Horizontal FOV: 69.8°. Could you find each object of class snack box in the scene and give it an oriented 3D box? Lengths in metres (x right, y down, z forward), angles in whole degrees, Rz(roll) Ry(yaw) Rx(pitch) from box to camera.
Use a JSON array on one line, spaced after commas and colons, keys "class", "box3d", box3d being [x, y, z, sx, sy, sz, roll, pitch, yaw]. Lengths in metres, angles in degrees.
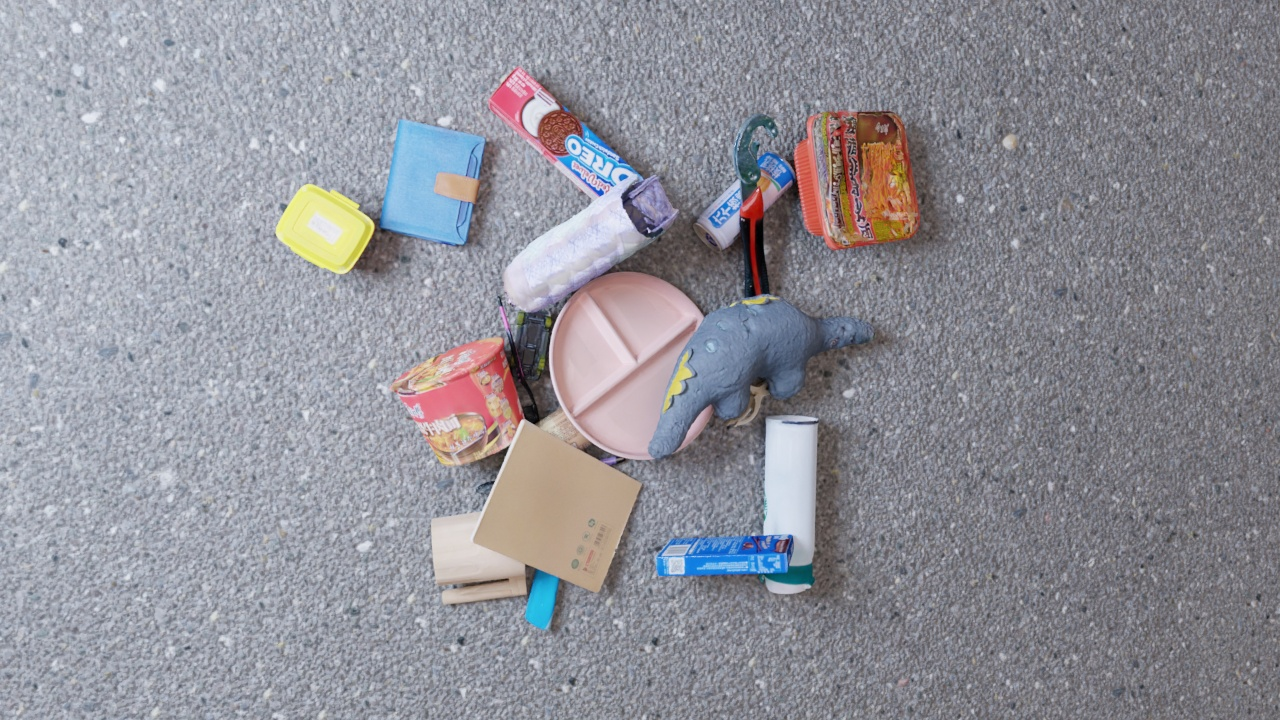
[{"class": "snack box", "box3d": [-0.351, -0.147, 1.037, 0.091, 0.080, 0.082, 31, 87, -11]}, {"class": "snack box", "box3d": [-0.085, -0.256, 1.096, 0.207, 0.058, 0.057, 41, 88, -11]}, {"class": "snack box", "box3d": [0.104, 0.237, 1.116, 0.157, 0.084, 0.026, -5, 93, 15]}]

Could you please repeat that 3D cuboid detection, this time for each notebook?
[{"class": "notebook", "box3d": [-0.092, 0.176, 1.080, 0.207, 0.008, 0.147, 34, 73, -39]}]

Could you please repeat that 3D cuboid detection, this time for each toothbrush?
[{"class": "toothbrush", "box3d": [-0.146, 0.005, 1.078, 0.018, 0.014, 0.189, -12, 125, 1]}, {"class": "toothbrush", "box3d": [-0.109, 0.141, 1.131, 0.189, 0.017, 0.014, -11, 97, -10]}]

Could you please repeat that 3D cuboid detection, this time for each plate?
[{"class": "plate", "box3d": [-0.007, 0.006, 1.107, 0.229, 0.028, 0.229, 6, 76, -26]}]

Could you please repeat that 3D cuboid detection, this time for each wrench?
[{"class": "wrench", "box3d": [0.140, -0.161, 1.121, 0.056, 0.016, 0.274, -13, 117, -19]}]

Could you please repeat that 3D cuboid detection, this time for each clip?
[{"class": "clip", "box3d": [0.144, 0.056, 1.171, 0.103, 0.035, 0.092, -2, 89, -19]}]

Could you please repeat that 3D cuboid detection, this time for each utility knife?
[{"class": "utility knife", "box3d": [-0.108, 0.233, 1.137, 0.034, 0.018, 0.199, 13, 87, -9]}]

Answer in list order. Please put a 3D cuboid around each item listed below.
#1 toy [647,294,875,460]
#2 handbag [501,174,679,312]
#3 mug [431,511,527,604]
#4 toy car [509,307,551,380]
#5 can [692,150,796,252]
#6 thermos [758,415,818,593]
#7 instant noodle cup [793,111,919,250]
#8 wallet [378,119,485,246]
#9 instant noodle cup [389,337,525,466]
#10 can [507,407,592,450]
[{"class": "toy", "box3d": [0.137, -0.006, 1.113, 0.355, 0.092, 0.138, -24, 90, -25]}, {"class": "handbag", "box3d": [-0.058, -0.134, 1.036, 0.194, 0.133, 0.075, -30, 101, 31]}, {"class": "mug", "box3d": [-0.191, 0.238, 1.097, 0.103, 0.084, 0.125, -6, 120, -10]}, {"class": "toy car", "box3d": [-0.134, -0.022, 1.109, 0.042, 0.035, 0.090, 9, 93, -13]}, {"class": "can", "box3d": [0.129, -0.197, 1.143, 0.134, 0.053, 0.053, -44, 100, -6]}, {"class": "thermos", "box3d": [0.188, 0.184, 1.170, 0.073, 0.073, 0.224, 0, 93, -11]}, {"class": "instant noodle cup", "box3d": [0.262, -0.222, 1.136, 0.188, 0.079, 0.164, -12, 95, -37]}, {"class": "wallet", "box3d": [-0.243, -0.208, 1.078, 0.106, 0.040, 0.133, 11, 91, -7]}, {"class": "instant noodle cup", "box3d": [-0.199, 0.049, 1.057, 0.138, 0.138, 0.108, -25, 106, -9]}, {"class": "can", "box3d": [-0.099, 0.093, 1.111, 0.116, 0.058, 0.058, -32, 98, -8]}]
